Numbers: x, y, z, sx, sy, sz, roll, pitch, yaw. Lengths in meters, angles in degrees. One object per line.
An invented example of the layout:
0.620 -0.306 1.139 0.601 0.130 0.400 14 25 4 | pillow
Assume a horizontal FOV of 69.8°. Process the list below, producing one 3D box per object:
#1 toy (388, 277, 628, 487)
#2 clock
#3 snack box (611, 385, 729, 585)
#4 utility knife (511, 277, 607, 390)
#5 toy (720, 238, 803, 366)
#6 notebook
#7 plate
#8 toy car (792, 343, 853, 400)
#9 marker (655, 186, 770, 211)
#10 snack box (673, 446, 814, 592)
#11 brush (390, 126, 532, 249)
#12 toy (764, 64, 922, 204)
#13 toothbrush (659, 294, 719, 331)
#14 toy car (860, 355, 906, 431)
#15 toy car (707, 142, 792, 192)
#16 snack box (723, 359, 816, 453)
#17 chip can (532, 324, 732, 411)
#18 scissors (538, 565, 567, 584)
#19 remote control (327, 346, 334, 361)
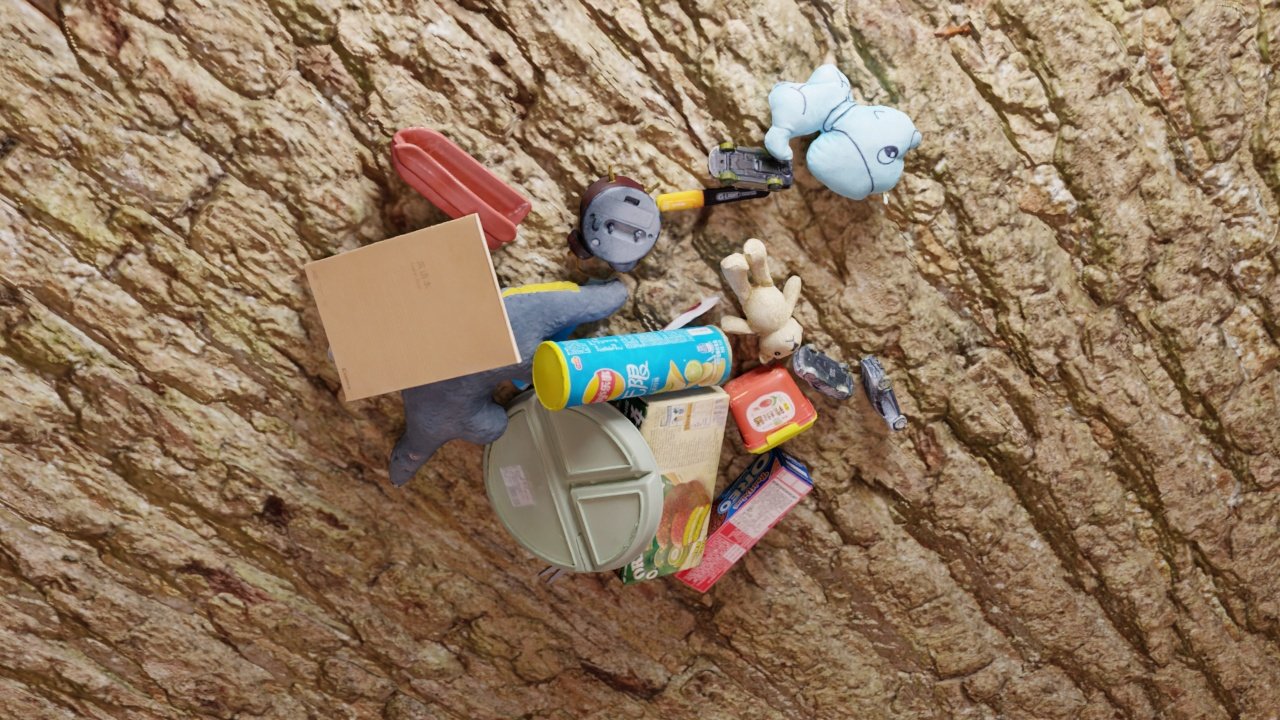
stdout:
-0.177 0.010 0.983 0.357 0.091 0.138 -42 126 15 | toy
-0.028 -0.136 0.946 0.082 0.055 0.122 17 116 -19 | clock
0.027 0.140 1.072 0.114 0.063 0.240 -8 117 -30 | snack box
-0.092 -0.034 1.013 0.034 0.018 0.161 39 106 -11 | utility knife
0.136 -0.064 1.007 0.105 0.066 0.157 -37 127 -8 | toy
-0.231 -0.048 0.916 0.212 0.012 0.149 -12 100 22 | notebook
-0.083 0.140 1.036 0.230 0.027 0.230 8 110 23 | plate
0.214 0.016 1.080 0.090 0.042 0.034 28 144 -27 | toy car
0.077 -0.172 0.967 0.124 0.015 0.018 -9 124 -7 | marker
0.124 0.200 1.156 0.058 0.057 0.208 35 108 -22 | snack box
-0.179 -0.171 0.893 0.146 0.069 0.063 37 106 -25 | brush
0.209 -0.226 0.938 0.161 0.050 0.156 -24 110 -5 | toy
0.007 -0.025 1.037 0.188 0.016 0.017 -32 109 9 | toothbrush
0.289 0.043 1.101 0.031 0.049 0.105 -25 119 8 | toy car
0.111 -0.195 0.944 0.090 0.042 0.035 5 161 -14 | toy car
0.147 0.051 1.069 0.091 0.082 0.080 -29 106 6 | snack box
-0.006 0.006 0.976 0.209 0.071 0.071 -7 122 -32 | chip can
-0.066 0.229 1.167 0.173 0.012 0.126 -13 122 -1 | scissors
-0.287 -0.053 0.969 0.056 0.020 0.136 17 114 -19 | remote control
